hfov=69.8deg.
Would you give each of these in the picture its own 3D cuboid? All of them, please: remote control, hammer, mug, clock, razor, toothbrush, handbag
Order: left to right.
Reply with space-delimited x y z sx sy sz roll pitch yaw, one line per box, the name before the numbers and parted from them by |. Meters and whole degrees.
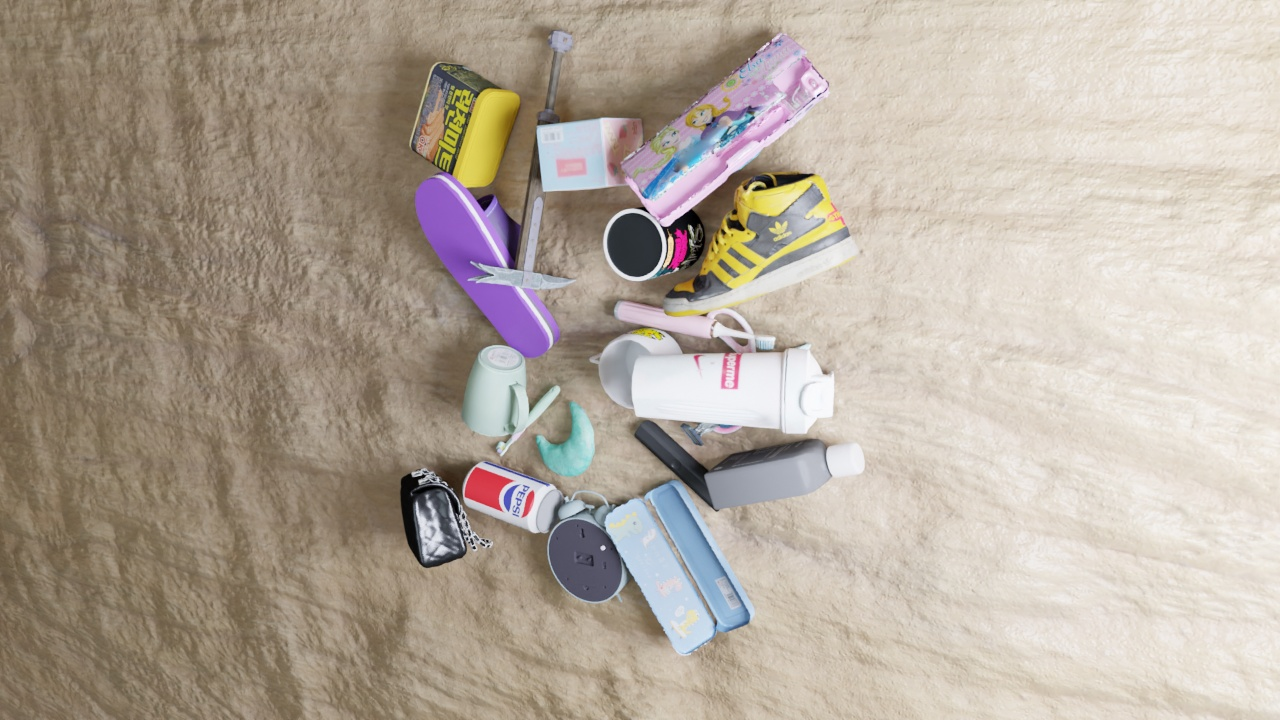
handbag | -0.289 0.220 1.336 0.154 0.114 0.125 -172 69 -72
mug | -0.185 0.046 1.229 0.111 0.084 0.104 45 134 35
toothbrush | -0.157 0.083 1.279 0.155 0.015 0.022 -46 48 31
hammer | -0.119 -0.245 1.133 0.028 0.146 0.317 19 102 51
clock | -0.066 0.253 1.251 0.123 0.045 0.159 5 104 30
mug | -0.007 0.007 1.138 0.116 0.067 0.094 14 109 27
mug | 0.025 -0.154 1.060 0.082 0.098 0.118 38 118 18
remote control | 0.052 0.133 1.167 0.147 0.015 0.033 42 120 15
toothbrush | 0.062 -0.042 1.094 0.223 0.027 0.026 14 116 35
razor | 0.121 0.074 1.096 0.144 0.022 0.042 -12 138 26

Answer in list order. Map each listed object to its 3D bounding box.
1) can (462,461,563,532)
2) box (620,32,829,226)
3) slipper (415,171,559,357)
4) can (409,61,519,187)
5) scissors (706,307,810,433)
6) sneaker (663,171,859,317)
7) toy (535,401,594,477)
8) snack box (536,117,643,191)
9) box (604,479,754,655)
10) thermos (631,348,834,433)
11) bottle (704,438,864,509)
can | -0.180 0.192 1.288 0.132 0.070 0.070 15 110 27
box | 0.085 -0.247 0.966 0.230 0.071 0.084 -38 80 6
slipper | -0.185 -0.135 1.209 0.107 0.083 0.266 -16 113 47
can | -0.231 -0.307 1.191 0.101 0.072 0.131 36 118 22
scissors | 0.127 0.013 1.093 0.171 0.013 0.177 -38 82 32
sneaker | 0.111 -0.132 1.020 0.239 0.085 0.122 -17 99 29
toy | -0.096 0.114 1.243 0.105 0.033 0.085 -45 67 32
snack box | -0.057 -0.243 1.089 0.093 0.094 0.079 2 104 30
box | 0.050 0.265 1.189 0.125 0.043 0.209 -31 85 14
thermos | 0.104 0.034 1.026 0.220 0.099 0.099 1 103 12
bottle | 0.169 0.126 1.056 0.174 0.083 0.046 -15 94 32
